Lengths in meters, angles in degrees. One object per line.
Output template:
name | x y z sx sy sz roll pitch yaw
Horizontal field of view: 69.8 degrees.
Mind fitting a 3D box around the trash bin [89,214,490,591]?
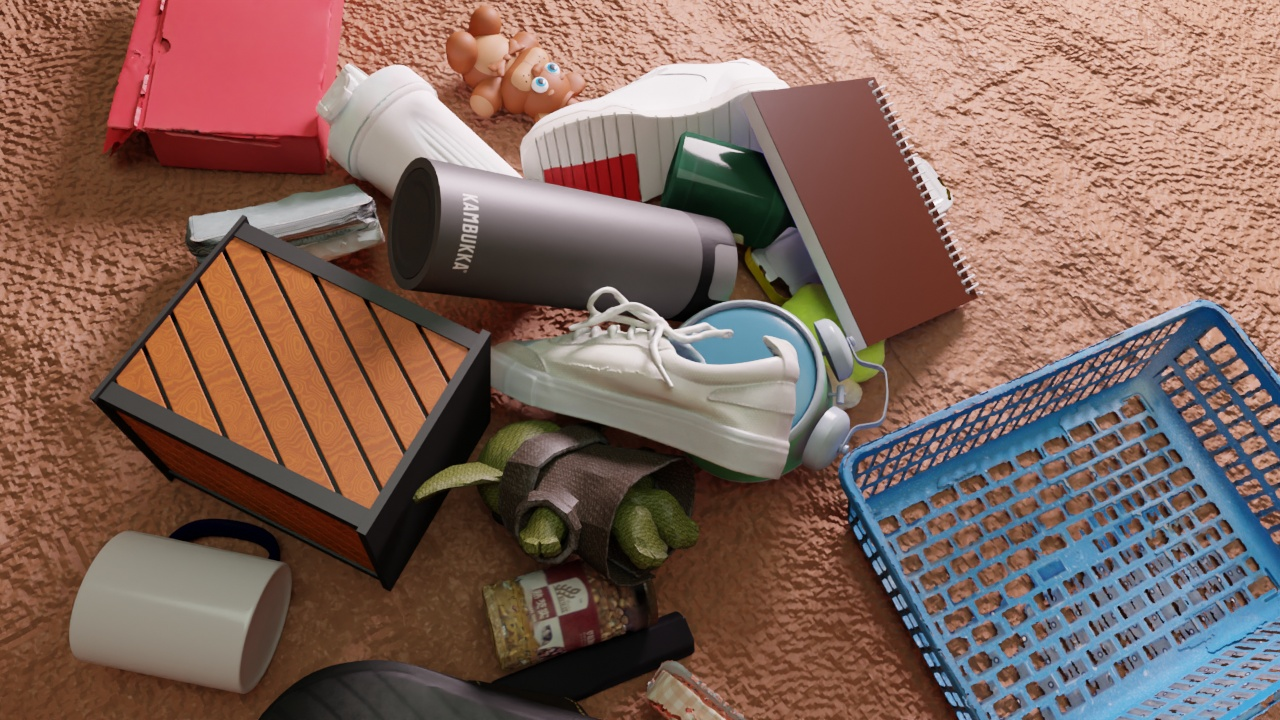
trash bin | -0.206 0.032 0.590 0.172 0.140 0.139 25 63 4

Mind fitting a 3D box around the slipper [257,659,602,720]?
slipper | -0.105 0.244 0.540 0.268 0.076 0.112 4 66 10

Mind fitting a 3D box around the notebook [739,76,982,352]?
notebook | 0.183 -0.126 0.737 0.171 0.022 0.209 -20 84 -39

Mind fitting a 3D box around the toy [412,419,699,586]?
toy | -0.038 0.087 0.586 0.153 0.078 0.178 16 20 34

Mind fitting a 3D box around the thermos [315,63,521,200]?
thermos | -0.149 -0.142 0.713 0.220 0.099 0.099 40 65 6

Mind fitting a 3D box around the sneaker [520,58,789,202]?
sneaker | 0.008 -0.205 0.781 0.236 0.090 0.104 -16 46 -8

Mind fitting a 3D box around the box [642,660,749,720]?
box | 0.081 0.256 0.566 0.187 0.083 0.042 39 76 8

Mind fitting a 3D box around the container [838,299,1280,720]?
container | 0.335 0.130 0.656 0.361 0.089 0.257 -20 69 -17

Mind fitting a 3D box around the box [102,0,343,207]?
box | -0.328 -0.254 0.762 0.153 0.164 0.214 -20 58 30

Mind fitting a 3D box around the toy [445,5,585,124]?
toy | -0.100 -0.243 0.787 0.127 0.065 0.094 29 65 0

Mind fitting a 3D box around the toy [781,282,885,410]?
toy | 0.141 -0.003 0.717 0.092 0.046 0.115 26 70 4

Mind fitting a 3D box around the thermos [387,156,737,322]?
thermos | -0.044 -0.076 0.635 0.240 0.082 0.082 5 60 -37

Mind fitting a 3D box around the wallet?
wallet | -0.260 -0.092 0.676 0.131 0.054 0.100 -22 29 -18

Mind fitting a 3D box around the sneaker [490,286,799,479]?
sneaker | -0.004 0.004 0.610 0.243 0.089 0.090 14 89 36

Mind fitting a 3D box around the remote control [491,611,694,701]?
remote control | -0.029 0.202 0.605 0.136 0.015 0.032 -17 68 -16

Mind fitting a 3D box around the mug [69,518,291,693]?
mug | -0.272 0.142 0.569 0.097 0.079 0.111 13 35 -3

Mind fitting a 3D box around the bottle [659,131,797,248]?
bottle | 0.086 -0.129 0.729 0.131 0.061 0.061 15 60 -4

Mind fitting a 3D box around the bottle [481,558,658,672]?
bottle | -0.047 0.160 0.600 0.105 0.056 0.056 -13 67 -15

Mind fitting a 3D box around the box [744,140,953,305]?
box | 0.163 -0.137 0.799 0.209 0.036 0.129 -30 69 -20

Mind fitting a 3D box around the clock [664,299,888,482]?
clock | 0.094 0.024 0.659 0.162 0.075 0.121 2 68 18
